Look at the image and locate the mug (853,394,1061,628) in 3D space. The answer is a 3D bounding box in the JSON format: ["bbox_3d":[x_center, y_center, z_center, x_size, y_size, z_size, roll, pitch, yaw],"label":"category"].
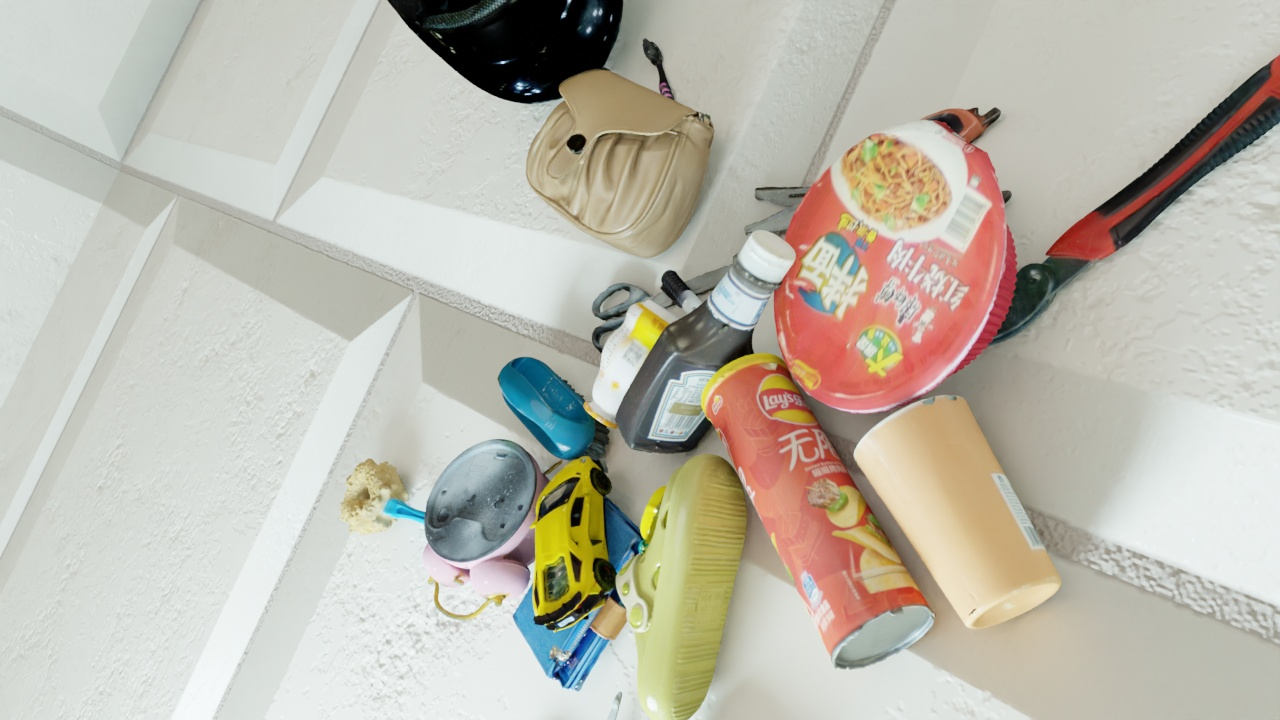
[{"bbox_3d":[0.191,0.091,0.548,0.078,0.078,0.122,-39,54,22],"label":"mug"}]

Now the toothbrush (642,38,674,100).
[{"bbox_3d":[0.027,-0.256,0.905,0.014,0.017,0.189,-34,52,28],"label":"toothbrush"}]

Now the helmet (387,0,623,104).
[{"bbox_3d":[-0.136,-0.410,0.980,0.234,0.230,0.274,-31,42,18],"label":"helmet"}]

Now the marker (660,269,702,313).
[{"bbox_3d":[0.054,-0.031,0.764,0.130,0.018,0.023,54,132,37],"label":"marker"}]

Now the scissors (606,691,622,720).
[{"bbox_3d":[-0.046,0.326,0.685,0.162,0.012,0.173,14,88,51],"label":"scissors"}]

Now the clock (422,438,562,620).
[{"bbox_3d":[-0.135,0.150,0.808,0.117,0.060,0.158,4,60,35],"label":"clock"}]

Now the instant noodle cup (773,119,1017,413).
[{"bbox_3d":[0.177,-0.056,0.613,0.194,0.065,0.193,-25,59,52],"label":"instant noodle cup"}]

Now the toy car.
[{"bbox_3d":[-0.057,0.140,0.726,0.071,0.041,0.155,-35,38,29],"label":"toy car"}]

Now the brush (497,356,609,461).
[{"bbox_3d":[-0.088,0.039,0.828,0.055,0.073,0.144,-52,44,3],"label":"brush"}]

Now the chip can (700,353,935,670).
[{"bbox_3d":[0.112,0.094,0.619,0.073,0.073,0.216,-42,49,20],"label":"chip can"}]

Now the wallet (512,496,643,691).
[{"bbox_3d":[-0.045,0.183,0.745,0.133,0.040,0.106,-59,36,3],"label":"wallet"}]

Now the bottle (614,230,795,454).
[{"bbox_3d":[0.051,-0.010,0.684,0.195,0.079,0.044,-59,40,33],"label":"bottle"}]

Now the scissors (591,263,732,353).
[{"bbox_3d":[0.024,-0.047,0.813,0.175,0.014,0.136,23,86,43],"label":"scissors"}]

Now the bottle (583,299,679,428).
[{"bbox_3d":[-0.005,0.005,0.774,0.108,0.063,0.063,-56,44,7],"label":"bottle"}]

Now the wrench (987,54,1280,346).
[{"bbox_3d":[0.302,-0.096,0.573,0.274,0.016,0.056,-40,48,22],"label":"wrench"}]

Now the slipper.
[{"bbox_3d":[0.019,0.158,0.655,0.082,0.091,0.190,4,78,29],"label":"slipper"}]

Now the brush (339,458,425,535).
[{"bbox_3d":[-0.226,0.155,0.930,0.255,0.046,0.083,7,71,40],"label":"brush"}]

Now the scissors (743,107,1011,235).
[{"bbox_3d":[0.178,-0.135,0.708,0.216,0.015,0.195,-46,46,18],"label":"scissors"}]

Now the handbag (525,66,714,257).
[{"bbox_3d":[-0.028,-0.192,0.863,0.204,0.099,0.148,39,103,43],"label":"handbag"}]
